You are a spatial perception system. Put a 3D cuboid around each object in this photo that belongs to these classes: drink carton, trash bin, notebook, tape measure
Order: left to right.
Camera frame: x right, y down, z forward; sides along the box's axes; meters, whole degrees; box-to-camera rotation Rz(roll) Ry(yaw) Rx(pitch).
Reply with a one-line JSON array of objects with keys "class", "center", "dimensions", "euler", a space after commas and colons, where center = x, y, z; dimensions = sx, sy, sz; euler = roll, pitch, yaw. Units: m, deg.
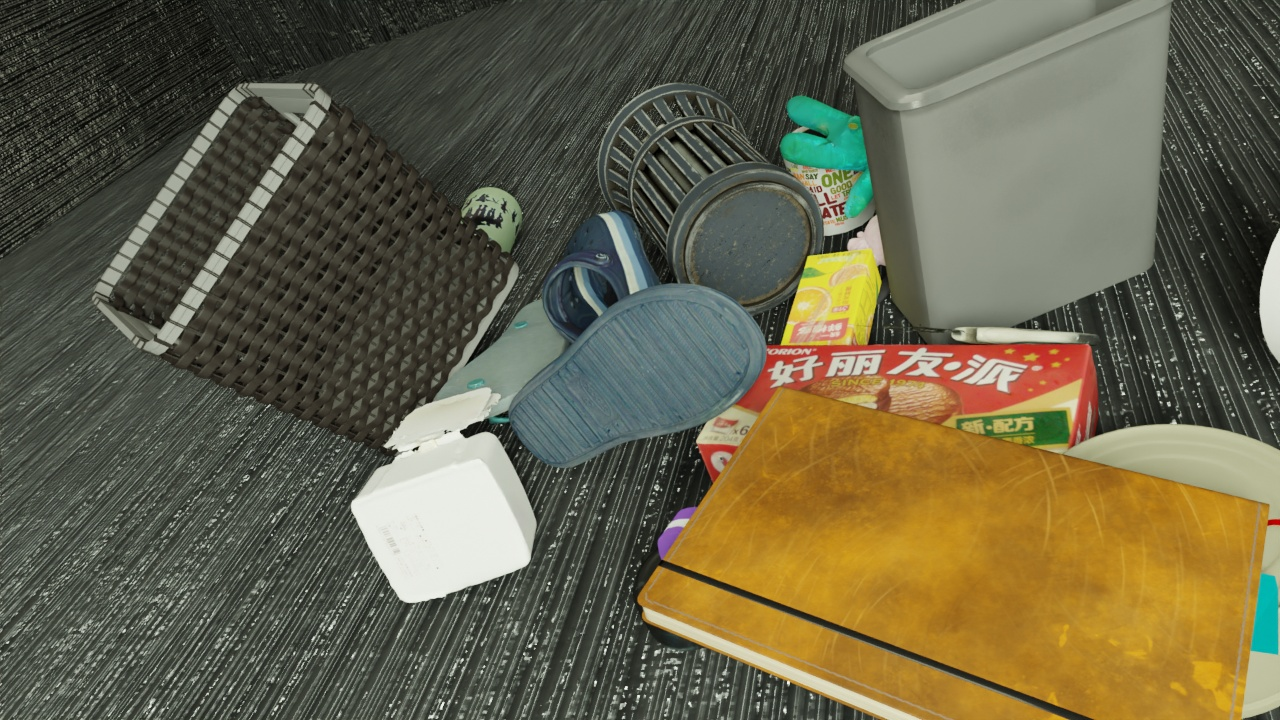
[{"class": "tape measure", "center": [0.031, 0.141, 0.569], "dimensions": [0.071, 0.042, 0.072], "euler": [-16, 35, 5]}, {"class": "trash bin", "center": [0.066, -0.152, 0.878], "dimensions": [0.164, 0.164, 0.227], "euler": [-25, 35, -2]}, {"class": "drink carton", "center": [0.153, -0.032, 0.737], "dimensions": [0.059, 0.043, 0.134], "euler": [-4, 42, 29]}, {"class": "notebook", "center": [0.140, 0.097, 0.404], "dimensions": [0.250, 0.014, 0.178], "euler": [14, 45, 30]}, {"class": "trash bin", "center": [0.264, -0.140, 0.655], "dimensions": [0.192, 0.220, 0.097], "euler": [-23, 40, 1]}, {"class": "trash bin", "center": [0.437, -0.025, 0.435], "dimensions": [0.195, 0.195, 0.199], "euler": [-28, 22, -8]}]

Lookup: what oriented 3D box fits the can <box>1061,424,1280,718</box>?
[{"class": "can", "center": [0.261, 0.100, 0.449], "dimensions": [0.128, 0.073, 0.127], "euler": [-17, 32, 11]}]

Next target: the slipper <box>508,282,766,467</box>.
[{"class": "slipper", "center": [-0.004, 0.004, 0.683], "dimensions": [0.264, 0.101, 0.082], "euler": [-29, 12, 46]}]

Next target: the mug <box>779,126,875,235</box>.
[{"class": "mug", "center": [0.191, -0.190, 0.912], "dimensions": [0.074, 0.090, 0.105], "euler": [-1, 38, 31]}]

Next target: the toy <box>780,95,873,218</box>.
[{"class": "toy", "center": [0.221, -0.186, 0.820], "dimensions": [0.193, 0.072, 0.130], "euler": [15, 71, -4]}]

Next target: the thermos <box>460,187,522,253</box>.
[{"class": "thermos", "center": [-0.199, -0.119, 1.073], "dimensions": [0.082, 0.082, 0.230], "euler": [-14, 33, 15]}]

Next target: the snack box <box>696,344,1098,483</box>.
[{"class": "snack box", "center": [0.167, 0.044, 0.607], "dimensions": [0.237, 0.060, 0.112], "euler": [1, 38, 34]}]

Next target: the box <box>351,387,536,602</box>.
[{"class": "box", "center": [-0.144, 0.086, 0.696], "dimensions": [0.108, 0.128, 0.136], "euler": [-20, 18, 6]}]

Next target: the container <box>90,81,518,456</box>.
[{"class": "container", "center": [-0.303, -0.080, 0.855], "dimensions": [0.248, 0.243, 0.245], "euler": [20, 77, 48]}]

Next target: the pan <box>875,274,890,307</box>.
[{"class": "pan", "center": [0.286, -0.130, 0.828], "dimensions": [0.355, 0.021, 0.199], "euler": [-43, 36, -22]}]

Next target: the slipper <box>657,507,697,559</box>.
[{"class": "slipper", "center": [0.144, 0.121, 0.464], "dimensions": [0.267, 0.107, 0.083], "euler": [14, 49, 36]}]

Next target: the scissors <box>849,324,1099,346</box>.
[{"class": "scissors", "center": [0.224, -0.017, 0.622], "dimensions": [0.158, 0.012, 0.162], "euler": [2, 1, 18]}]

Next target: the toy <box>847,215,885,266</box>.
[{"class": "toy", "center": [0.230, -0.109, 0.780], "dimensions": [0.110, 0.047, 0.063], "euler": [-15, 37, 10]}]

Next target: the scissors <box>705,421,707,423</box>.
[{"class": "scissors", "center": [0.040, 0.017, 0.769], "dimensions": [0.157, 0.019, 0.124], "euler": [-12, 32, 21]}]

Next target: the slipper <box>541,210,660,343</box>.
[{"class": "slipper", "center": [-0.040, -0.065, 0.829], "dimensions": [0.095, 0.105, 0.252], "euler": [-6, 27, -13]}]

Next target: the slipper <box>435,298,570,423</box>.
[{"class": "slipper", "center": [-0.102, 0.005, 0.864], "dimensions": [0.098, 0.055, 0.268], "euler": [-8, 24, 19]}]
